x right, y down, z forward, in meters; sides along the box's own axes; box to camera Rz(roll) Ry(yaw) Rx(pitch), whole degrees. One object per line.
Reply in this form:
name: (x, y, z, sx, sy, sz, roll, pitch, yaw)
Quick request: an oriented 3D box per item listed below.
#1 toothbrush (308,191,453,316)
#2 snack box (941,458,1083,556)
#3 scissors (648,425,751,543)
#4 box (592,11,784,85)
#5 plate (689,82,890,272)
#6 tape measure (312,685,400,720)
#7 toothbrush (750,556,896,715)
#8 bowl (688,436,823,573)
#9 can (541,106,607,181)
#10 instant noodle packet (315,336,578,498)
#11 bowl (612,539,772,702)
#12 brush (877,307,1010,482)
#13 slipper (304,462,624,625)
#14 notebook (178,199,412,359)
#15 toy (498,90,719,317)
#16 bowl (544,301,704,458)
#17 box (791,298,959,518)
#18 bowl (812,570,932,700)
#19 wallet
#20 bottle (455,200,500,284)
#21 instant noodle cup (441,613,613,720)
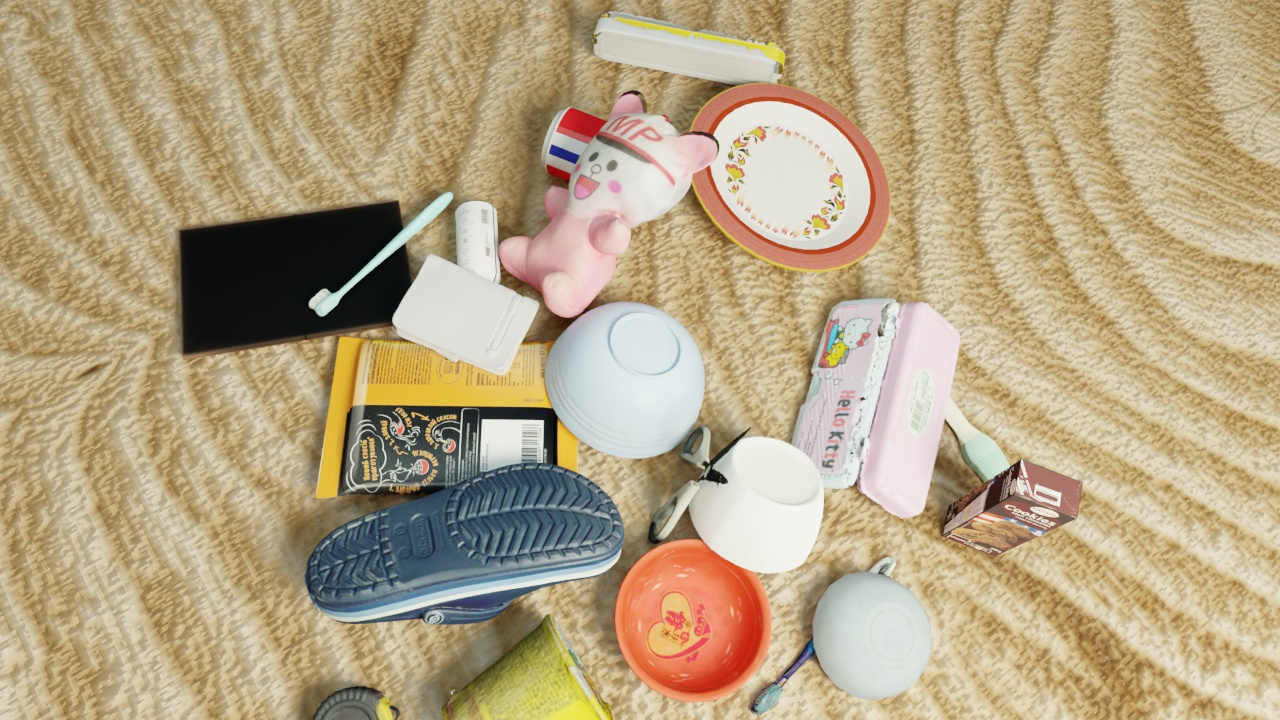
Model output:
toothbrush: (-0.245, -0.106, 0.880, 0.016, 0.016, 0.180, 33, 65, 21)
snack box: (0.313, 0.129, 0.783, 0.051, 0.141, 0.031, 21, 65, 3)
scissors: (0.047, 0.096, 0.776, 0.012, 0.158, 0.169, 28, 21, -8)
box: (0.055, -0.355, 1.007, 0.210, 0.084, 0.080, 10, 73, -1)
plate: (0.154, -0.190, 0.958, 0.229, 0.021, 0.229, 7, 66, -15)
tape measure: (-0.223, 0.287, 0.714, 0.067, 0.038, 0.062, 4, 74, -1)
toothbrush: (0.161, 0.234, 0.788, 0.188, 0.017, 0.016, -41, 80, -20)
bowl: (0.105, 0.116, 0.782, 0.116, 0.066, 0.116, 13, 37, -10)
can: (-0.028, -0.202, 0.931, 0.132, 0.070, 0.070, 22, 66, 4)
instant noodle packet: (-0.167, 0.048, 0.823, 0.220, 0.032, 0.159, 1, 59, -6)
bowl: (0.042, 0.218, 0.766, 0.130, 0.045, 0.130, 2, 66, -5)
brush: (0.290, 0.033, 0.895, 0.033, 0.012, 0.217, -26, 70, -16)
slipper: (-0.139, 0.159, 0.751, 0.252, 0.095, 0.105, -10, 43, -6)
notebook: (-0.327, -0.080, 0.874, 0.209, 0.008, 0.141, -10, 64, -10)
toy: (-0.032, -0.143, 0.849, 0.213, 0.084, 0.142, -54, 44, 5)
bowl: (-0.005, 0.005, 0.822, 0.150, 0.075, 0.150, 9, 58, -15)
box: (0.218, 0.042, 0.866, 0.101, 0.103, 0.201, 35, 63, -31)
bowl: (0.201, 0.230, 0.770, 0.106, 0.039, 0.106, 4, 74, -15)
wallet: (-0.159, -0.039, 0.838, 0.116, 0.032, 0.086, 26, 70, 5)
bottle: (-0.157, -0.096, 0.886, 0.041, 0.041, 0.116, -3, 67, -8)
instant noodle cup: (-0.090, 0.267, 0.709, 0.108, 0.102, 0.102, -31, 73, -8)
